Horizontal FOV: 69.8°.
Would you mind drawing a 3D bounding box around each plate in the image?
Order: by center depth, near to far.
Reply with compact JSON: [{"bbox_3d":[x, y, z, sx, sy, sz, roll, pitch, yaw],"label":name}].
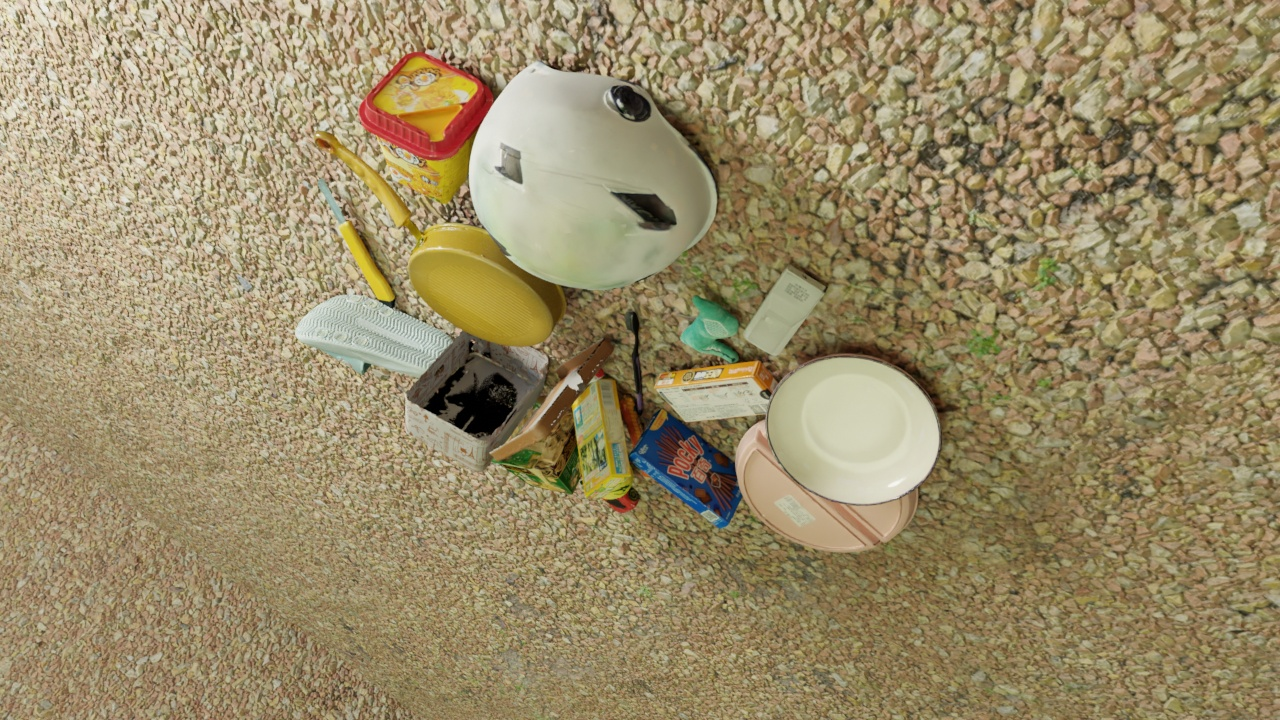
[{"bbox_3d":[0.237,0.073,1.026,0.192,0.038,0.193,10,119,17],"label":"plate"},{"bbox_3d":[0.225,0.158,1.139,0.230,0.028,0.230,14,132,16],"label":"plate"}]

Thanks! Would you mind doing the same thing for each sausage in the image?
[{"bbox_3d":[-0.003,0.108,1.274,0.021,0.021,0.165,9,136,28],"label":"sausage"}]

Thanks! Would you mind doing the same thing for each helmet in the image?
[{"bbox_3d":[-0.066,-0.163,0.932,0.259,0.145,0.230,29,142,6],"label":"helmet"}]

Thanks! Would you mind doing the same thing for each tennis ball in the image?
[{"bbox_3d":[-0.043,0.168,1.330,0.065,0.065,0.066,19,140,17],"label":"tennis ball"}]

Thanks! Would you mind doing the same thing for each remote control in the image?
[{"bbox_3d":[0.154,-0.051,0.993,0.049,0.024,0.125,31,141,3],"label":"remote control"}]

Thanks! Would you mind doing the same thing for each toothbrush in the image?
[{"bbox_3d":[-0.007,0.007,1.176,0.017,0.014,0.189,23,142,25],"label":"toothbrush"}]

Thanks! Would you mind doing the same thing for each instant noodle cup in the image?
[{"bbox_3d":[-0.227,-0.245,0.995,0.116,0.115,0.124,27,153,7],"label":"instant noodle cup"}]

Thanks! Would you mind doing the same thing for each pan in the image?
[{"bbox_3d":[-0.245,-0.143,1.100,0.357,0.078,0.198,33,149,-18],"label":"pan"}]

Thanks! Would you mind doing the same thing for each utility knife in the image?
[{"bbox_3d":[-0.389,-0.159,1.265,0.033,0.015,0.223,10,138,29],"label":"utility knife"}]

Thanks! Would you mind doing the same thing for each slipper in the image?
[{"bbox_3d":[-0.380,-0.025,1.340,0.245,0.103,0.074,18,142,10],"label":"slipper"}]

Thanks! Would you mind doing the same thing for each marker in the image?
[{"bbox_3d":[-0.088,0.033,1.241,0.017,0.017,0.146,44,149,-13],"label":"marker"}]

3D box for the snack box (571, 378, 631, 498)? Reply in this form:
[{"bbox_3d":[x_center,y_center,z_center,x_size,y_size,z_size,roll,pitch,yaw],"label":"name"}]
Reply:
[{"bbox_3d":[-0.054,0.104,1.223,0.033,0.140,0.087,5,151,-27],"label":"snack box"}]

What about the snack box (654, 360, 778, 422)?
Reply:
[{"bbox_3d":[0.097,0.040,1.118,0.154,0.026,0.075,-9,136,41],"label":"snack box"}]

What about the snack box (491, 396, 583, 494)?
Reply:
[{"bbox_3d":[-0.136,0.131,1.329,0.118,0.118,0.106,8,145,29],"label":"snack box"}]

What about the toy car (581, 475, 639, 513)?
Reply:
[{"bbox_3d":[-0.051,0.190,1.389,0.106,0.031,0.049,46,139,-12],"label":"toy car"}]

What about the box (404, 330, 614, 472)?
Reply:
[{"bbox_3d":[-0.171,0.048,1.202,0.270,0.179,0.136,5,132,32],"label":"box"}]

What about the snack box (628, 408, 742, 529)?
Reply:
[{"bbox_3d":[0.066,0.142,1.210,0.157,0.084,0.026,37,142,-5],"label":"snack box"}]

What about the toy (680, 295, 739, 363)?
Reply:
[{"bbox_3d":[0.083,-0.032,1.061,0.096,0.030,0.092,32,147,-10],"label":"toy"}]
